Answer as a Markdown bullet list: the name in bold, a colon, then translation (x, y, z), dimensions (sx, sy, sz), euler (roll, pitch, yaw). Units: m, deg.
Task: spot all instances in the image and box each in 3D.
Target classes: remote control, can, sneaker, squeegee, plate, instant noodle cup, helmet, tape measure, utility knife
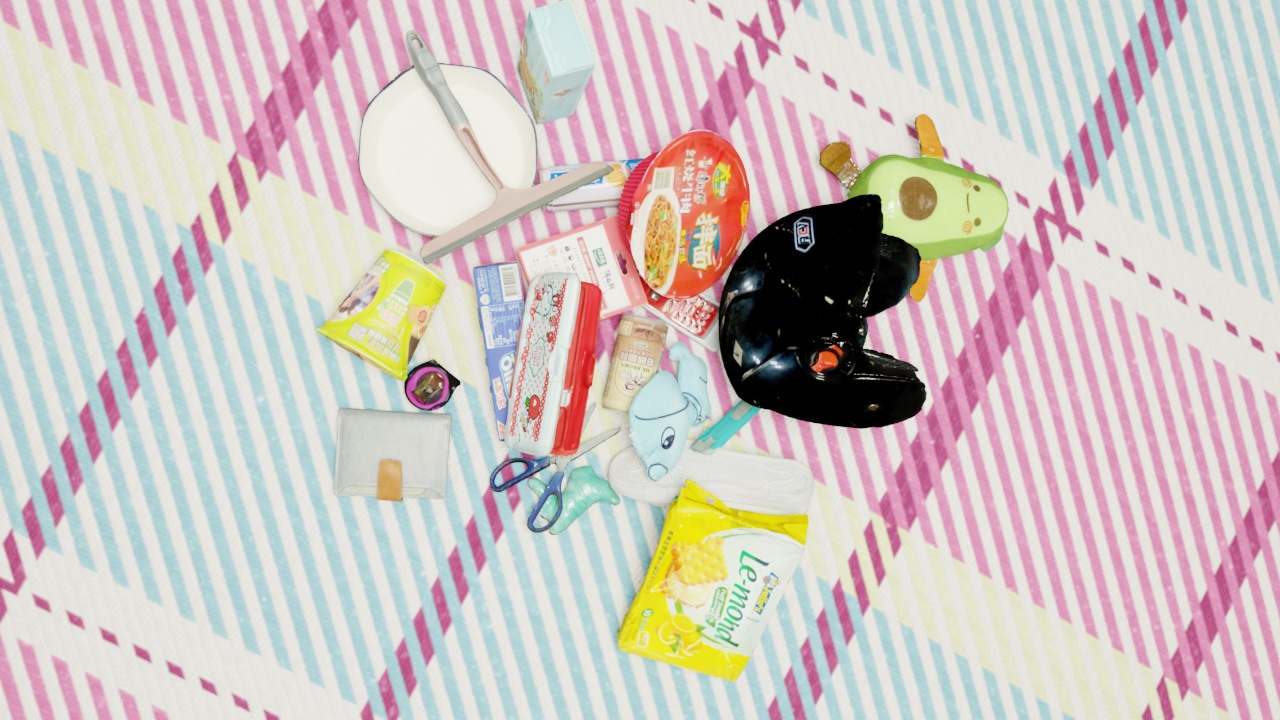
- **remote control**: translation (0.052, -0.065, 1.117), dimensions (0.136, 0.020, 0.056), euler (33, 86, -5)
- **can**: translation (-0.006, 0.006, 1.091), dimensions (0.058, 0.058, 0.116), euler (13, 89, -6)
- **sneaker**: translation (0.082, 0.158, 1.097), dimensions (0.242, 0.089, 0.091), euler (6, 131, 9)
- **squeegee**: translation (-0.197, -0.261, 1.035), dimensions (0.247, 0.040, 0.249), euler (-30, 88, -20)
- **plate**: translation (-0.222, -0.241, 1.074), dimensions (0.205, 0.045, 0.205), euler (0, 89, -6)
- **can**: translation (-0.052, -0.208, 1.088), dimensions (0.134, 0.053, 0.053), euler (-6, 91, -6)
- **instant noodle cup**: translation (-0.285, -0.057, 1.041), dimensions (0.111, 0.112, 0.123), euler (31, 79, -6)
- **instant noodle cup**: translation (0.041, -0.171, 1.059), dimensions (0.193, 0.066, 0.194), euler (-20, 121, -39)
- **helmet**: translation (0.200, -0.053, 1.017), dimensions (0.230, 0.275, 0.232), euler (1, 46, 11)
- **tape measure**: translation (-0.247, 0.031, 1.074), dimensions (0.057, 0.039, 0.058), euler (43, 86, -5)
- **utility knife**: translation (0.132, 0.052, 1.108), dimensions (0.029, 0.013, 0.186), euler (42, 68, 16)

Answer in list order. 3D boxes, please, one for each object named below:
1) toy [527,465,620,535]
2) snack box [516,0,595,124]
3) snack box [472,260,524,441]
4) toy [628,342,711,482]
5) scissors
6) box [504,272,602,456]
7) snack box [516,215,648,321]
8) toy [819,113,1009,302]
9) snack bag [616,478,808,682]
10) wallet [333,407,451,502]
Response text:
- **toy**: translation (-0.086, 0.163, 1.098), dimensions (0.092, 0.030, 0.096), euler (-44, 84, -6)
- **snack box**: translation (-0.097, -0.327, 1.023), dimensions (0.051, 0.175, 0.074), euler (-19, 91, -12)
- **snack box**: translation (-0.154, -0.009, 1.075), dimensions (0.057, 0.058, 0.207), euler (-9, 91, -8)
- **toy**: translation (0.033, 0.058, 1.066), dimensions (0.156, 0.050, 0.161), euler (1, 86, -48)
- **scissors**: translation (-0.099, 0.129, 1.089), dimensions (0.162, 0.012, 0.163), euler (-8, 69, 5)
- **box**: translation (-0.093, 0.005, 1.008), dimensions (0.095, 0.098, 0.201), euler (10, 87, -13)
- **snack box**: translation (-0.070, -0.099, 1.091), dimensions (0.127, 0.044, 0.113), euler (-19, 92, -5)
- **toy**: translation (0.332, -0.185, 1.114), dimensions (0.246, 0.090, 0.227), euler (2, 96, -3)
- **snack bag**: translation (0.077, 0.256, 1.058), dimensions (0.158, 0.068, 0.247), euler (17, 116, -7)
- **wallet**: translation (-0.290, 0.112, 1.072), dimensions (0.129, 0.037, 0.106), euler (4, 89, -6)
